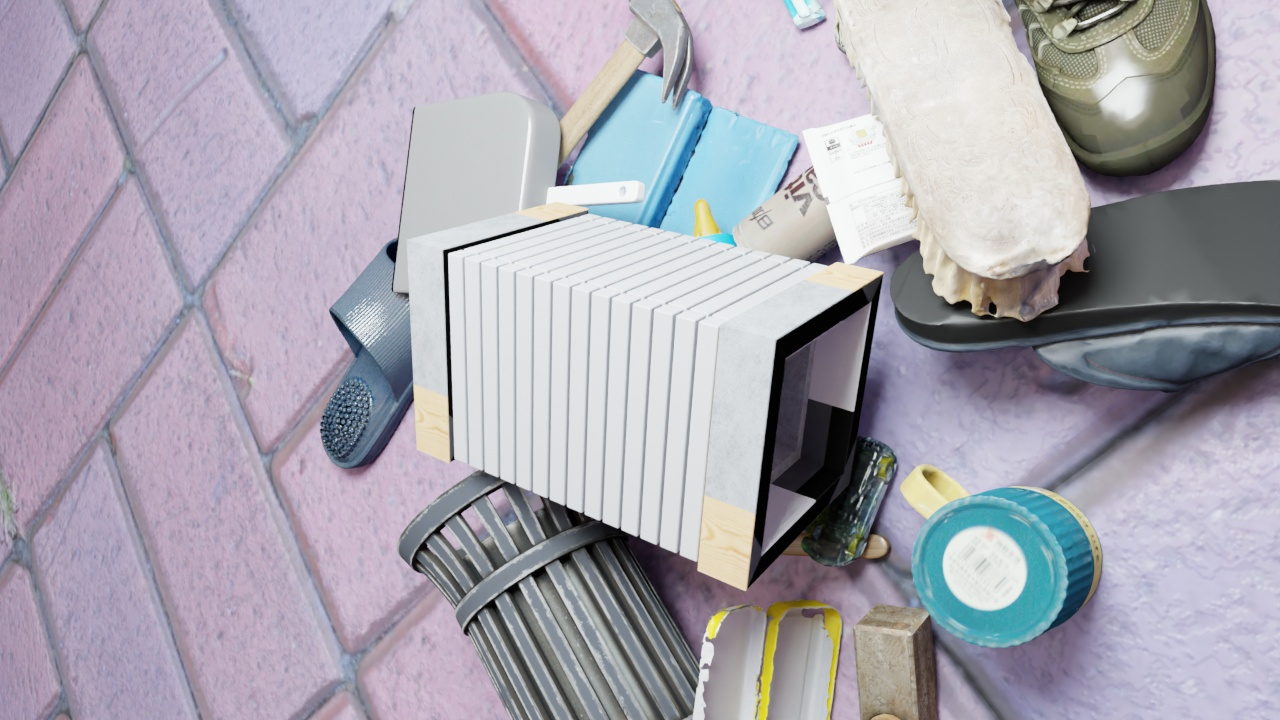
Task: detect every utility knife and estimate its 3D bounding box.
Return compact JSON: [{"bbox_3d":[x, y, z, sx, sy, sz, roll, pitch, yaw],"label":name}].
[{"bbox_3d":[0.105,-0.293,0.677,0.022,0.015,0.116,-28,68,25],"label":"utility knife"}]

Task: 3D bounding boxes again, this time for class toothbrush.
[{"bbox_3d":[0.092,0.129,0.642,0.167,0.016,0.016,-6,79,33],"label":"toothbrush"}]

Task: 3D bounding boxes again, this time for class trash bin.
[{"bbox_3d":[-0.046,0.193,0.645,0.165,0.164,0.227,-42,68,23],"label":"trash bin"},{"bbox_3d":[-0.003,0.003,0.570,0.247,0.142,0.143,17,117,30],"label":"trash bin"}]

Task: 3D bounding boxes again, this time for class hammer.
[{"bbox_3d":[-0.082,-0.156,0.737,0.332,0.030,0.119,-46,63,19],"label":"hammer"},{"bbox_3d":[0.092,0.249,0.459,0.037,0.300,0.158,-2,96,33],"label":"hammer"}]

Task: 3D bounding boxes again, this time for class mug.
[{"bbox_3d":[0.196,0.104,0.521,0.113,0.107,0.083,46,111,29],"label":"mug"}]

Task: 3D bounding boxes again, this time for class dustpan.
[{"bbox_3d":[-0.102,-0.129,0.723,0.258,0.033,0.163,6,89,43],"label":"dustpan"}]

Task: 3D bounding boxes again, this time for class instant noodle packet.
[{"bbox_3d":[0.175,-0.118,0.549,0.134,0.026,0.087,-17,83,5],"label":"instant noodle packet"}]

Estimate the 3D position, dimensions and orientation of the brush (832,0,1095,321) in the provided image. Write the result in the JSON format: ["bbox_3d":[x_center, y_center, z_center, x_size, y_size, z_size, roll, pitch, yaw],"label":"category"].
[{"bbox_3d":[0.169,-0.149,0.509,0.083,0.056,0.270,-17,61,10],"label":"brush"}]

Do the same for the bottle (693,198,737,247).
[{"bbox_3d":[0.056,-0.043,0.650,0.051,0.051,0.146,-12,89,32],"label":"bottle"}]

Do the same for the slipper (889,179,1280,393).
[{"bbox_3d":[0.279,-0.029,0.503,0.266,0.083,0.108,-7,40,21],"label":"slipper"}]

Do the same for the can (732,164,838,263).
[{"bbox_3d":[0.130,-0.109,0.617,0.136,0.054,0.054,-36,67,26],"label":"can"}]

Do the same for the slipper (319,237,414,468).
[{"bbox_3d":[-0.245,-0.013,0.843,0.101,0.082,0.264,37,106,28],"label":"slipper"}]

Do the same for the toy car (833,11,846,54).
[{"bbox_3d":[0.159,-0.265,0.622,0.048,0.040,0.113,9,90,33],"label":"toy car"}]

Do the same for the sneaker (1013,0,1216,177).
[{"bbox_3d":[0.245,-0.226,0.499,0.101,0.142,0.237,-22,74,30],"label":"sneaker"}]

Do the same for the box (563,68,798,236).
[{"bbox_3d":[0.004,-0.098,0.717,0.174,0.033,0.232,30,102,29],"label":"box"}]

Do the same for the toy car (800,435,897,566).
[{"bbox_3d":[0.139,0.094,0.604,0.039,0.027,0.089,20,82,36],"label":"toy car"}]

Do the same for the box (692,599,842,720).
[{"bbox_3d":[0.072,0.257,0.577,0.034,0.129,0.209,8,90,46],"label":"box"}]
